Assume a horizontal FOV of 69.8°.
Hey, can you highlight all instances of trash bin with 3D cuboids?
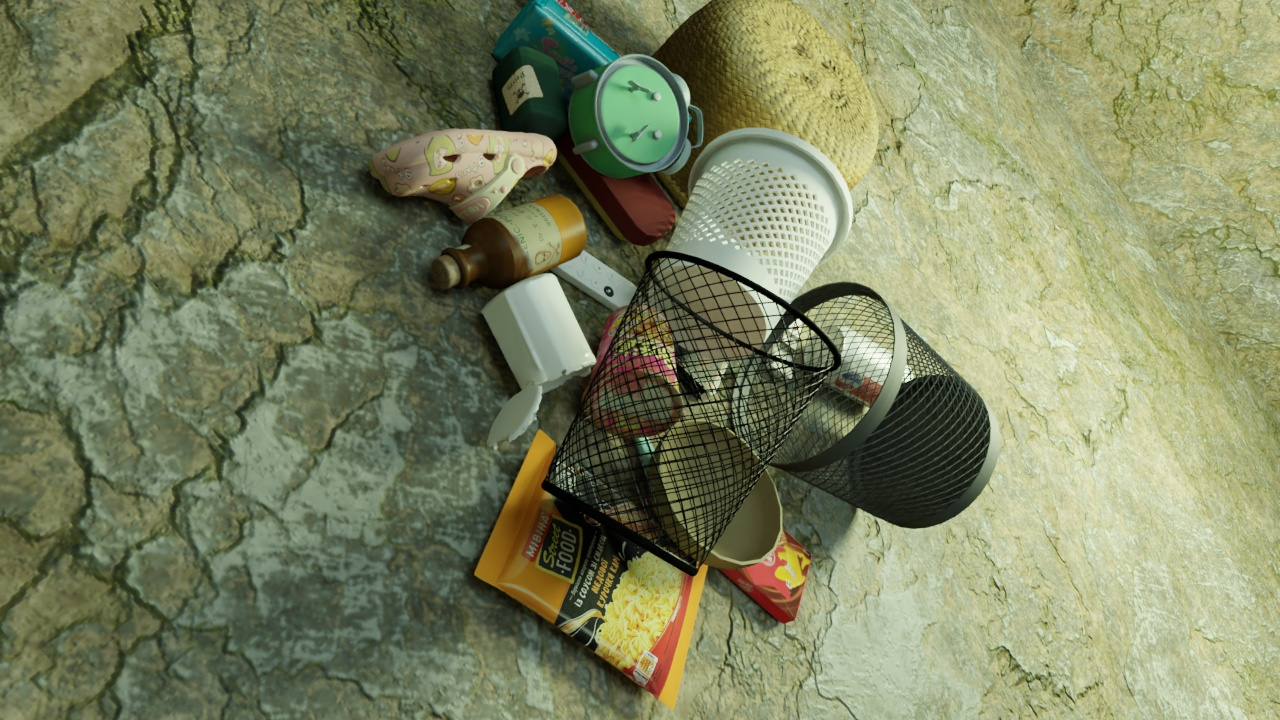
[{"bbox_3d":[0.260,0.062,1.038,0.227,0.218,0.217,32,47,-31],"label":"trash bin"},{"bbox_3d":[0.033,0.049,0.755,0.184,0.184,0.210,34,80,-24],"label":"trash bin"},{"bbox_3d":[0.109,-0.116,1.007,0.195,0.196,0.199,43,52,-16],"label":"trash bin"}]

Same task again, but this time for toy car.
[{"bbox_3d":[0.181,-0.029,1.143,0.039,0.039,0.112,32,47,-26],"label":"toy car"}]

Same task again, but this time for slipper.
[{"bbox_3d":[-0.158,-0.174,0.876,0.196,0.093,0.081,-15,94,-43],"label":"slipper"}]

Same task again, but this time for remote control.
[{"bbox_3d":[-0.051,-0.089,0.978,0.136,0.013,0.043,32,47,-26],"label":"remote control"}]

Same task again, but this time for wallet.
[{"bbox_3d":[0.070,-0.016,1.044,0.072,0.020,0.122,44,43,-13],"label":"wallet"}]

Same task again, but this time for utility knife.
[{"bbox_3d":[0.011,0.099,0.920,0.022,0.015,0.126,-15,75,-49],"label":"utility knife"}]

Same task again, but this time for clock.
[{"bbox_3d":[0.006,-0.261,0.994,0.161,0.075,0.122,-3,93,-36],"label":"clock"}]

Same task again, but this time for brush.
[{"bbox_3d":[-0.034,-0.206,1.045,0.173,0.042,0.082,53,41,-5],"label":"brush"}]

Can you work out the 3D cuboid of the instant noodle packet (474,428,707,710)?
[{"bbox_3d":[-0.032,0.182,0.812,0.220,0.032,0.159,40,42,-19],"label":"instant noodle packet"}]

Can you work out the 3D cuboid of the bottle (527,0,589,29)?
[{"bbox_3d":[-0.094,-0.408,1.113,0.141,0.042,0.041,43,43,-15],"label":"bottle"}]

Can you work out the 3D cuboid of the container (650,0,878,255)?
[{"bbox_3d":[0.159,-0.313,1.185,0.306,0.197,0.306,21,54,-32],"label":"container"}]

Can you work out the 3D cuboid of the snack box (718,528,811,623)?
[{"bbox_3d":[0.120,0.199,0.956,0.133,0.021,0.089,42,44,-15],"label":"snack box"}]

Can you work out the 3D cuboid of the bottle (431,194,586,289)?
[{"bbox_3d":[-0.128,-0.106,0.870,0.156,0.068,0.068,-29,87,-40],"label":"bottle"}]

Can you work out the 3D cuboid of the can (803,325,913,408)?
[{"bbox_3d":[0.282,0.011,1.186,0.136,0.078,0.078,25,50,-31],"label":"can"}]

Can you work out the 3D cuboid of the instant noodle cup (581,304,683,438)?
[{"bbox_3d":[-0.005,0.005,0.911,0.097,0.098,0.108,32,39,-26],"label":"instant noodle cup"}]

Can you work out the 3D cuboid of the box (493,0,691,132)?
[{"bbox_3d":[-0.053,-0.318,1.056,0.226,0.094,0.041,34,48,-24],"label":"box"}]

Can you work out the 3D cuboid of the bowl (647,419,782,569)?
[{"bbox_3d":[0.064,0.135,0.889,0.152,0.051,0.152,24,45,-27],"label":"bowl"}]

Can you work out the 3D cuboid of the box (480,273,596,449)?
[{"bbox_3d":[-0.106,-0.001,0.824,0.141,0.084,0.140,-22,83,-54],"label":"box"}]

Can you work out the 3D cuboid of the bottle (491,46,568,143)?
[{"bbox_3d":[-0.116,-0.265,0.988,0.061,0.061,0.131,9,60,-43],"label":"bottle"}]
